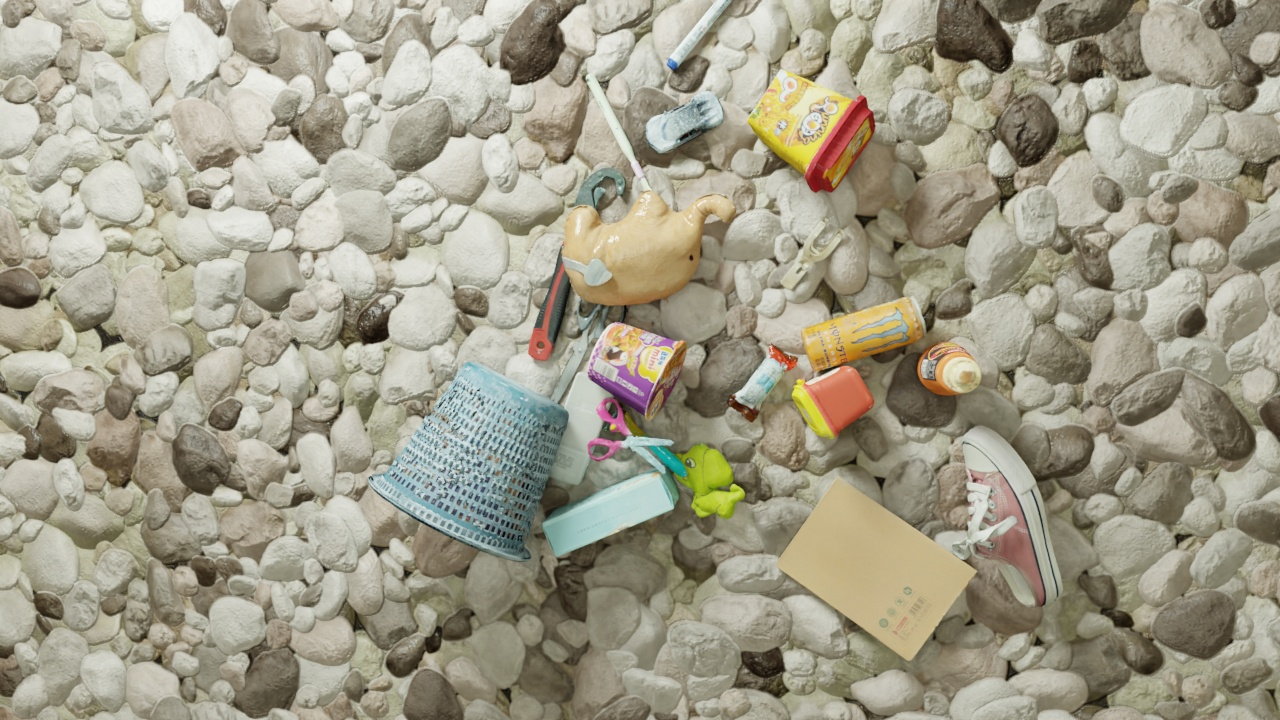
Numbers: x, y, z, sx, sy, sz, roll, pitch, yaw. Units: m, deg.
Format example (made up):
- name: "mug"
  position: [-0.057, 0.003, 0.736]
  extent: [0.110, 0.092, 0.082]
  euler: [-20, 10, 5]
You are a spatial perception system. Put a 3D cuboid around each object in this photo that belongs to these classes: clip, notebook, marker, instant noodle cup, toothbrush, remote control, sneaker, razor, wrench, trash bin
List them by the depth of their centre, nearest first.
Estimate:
- name: "instant noodle cup"
  position: [0.206, -0.284, 1.120]
  extent: [0.124, 0.116, 0.116]
  euler: [37, 99, 15]
- name: "sneaker"
  position: [0.438, 0.201, 1.127]
  extent: [0.087, 0.118, 0.241]
  euler: [-23, 97, -12]
- name: "trash bin"
  position: [-0.196, 0.117, 1.164]
  extent: [0.226, 0.226, 0.195]
  euler: [27, 85, 5]
- name: "marker"
  position: [0.084, -0.431, 1.166]
  extent: [0.017, 0.017, 0.146]
  euler: [41, 99, 3]
- name: "clip"
  position: [0.222, -0.140, 1.168]
  extent: [0.035, 0.094, 0.102]
  euler: [36, 137, 3]
- name: "instant noodle cup"
  position: [-0.007, 0.007, 1.174]
  extent: [0.099, 0.111, 0.111]
  euler: [26, 97, 15]
- name: "notebook"
  position: [0.301, 0.268, 1.184]
  extent: [0.208, 0.008, 0.148]
  euler: [34, 98, 11]
- name: "toothbrush"
  position: [-0.026, -0.287, 1.192]
  extent: [0.020, 0.029, 0.189]
  euler: [-25, 89, -33]
- name: "razor"
  position: [0.013, 0.111, 1.207]
  extent: [0.132, 0.028, 0.043]
  euler: [37, 101, 15]
- name: "wrench"
  position: [-0.091, -0.128, 1.215]
  extent: [0.056, 0.016, 0.273]
  euler: [24, 97, 6]
- name: "remote control"
  position: [-0.083, 0.091, 1.226]
  extent: [0.058, 0.021, 0.150]
  euler: [21, 98, -2]

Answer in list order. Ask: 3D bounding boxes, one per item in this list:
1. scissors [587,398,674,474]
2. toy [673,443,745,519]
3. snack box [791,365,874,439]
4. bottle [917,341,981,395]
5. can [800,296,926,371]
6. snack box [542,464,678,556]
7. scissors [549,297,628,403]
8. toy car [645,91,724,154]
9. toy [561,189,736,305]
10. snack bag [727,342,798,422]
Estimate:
- name: "scissors"
  position: [-0.018, 0.111, 1.181]
  extent: [0.135, 0.017, 0.108]
  euler: [41, 105, 27]
- name: "toy"
  position: [0.090, 0.157, 1.204]
  extent: [0.097, 0.031, 0.100]
  euler: [2, 97, 16]
- name: "snack box"
  position: [0.241, 0.047, 1.148]
  extent: [0.080, 0.091, 0.082]
  euler: [-32, 90, 2]
- name: "bottle"
  position: [0.374, 0.013, 1.095]
  extent: [0.067, 0.149, 0.067]
  euler: [1, 94, 7]
- name: "can"
  position: [0.278, -0.033, 1.150]
  extent: [0.146, 0.058, 0.058]
  euler: [-18, 92, 9]
- name: "snack box"
  position: [-0.038, 0.196, 1.203]
  extent: [0.175, 0.074, 0.051]
  euler: [-23, 90, 9]
- name: "scissors"
  position: [-0.088, -0.020, 1.227]
  extent: [0.175, 0.014, 0.133]
  euler: [-28, 91, 12]
- name: "toy car"
  position: [0.055, -0.304, 1.173]
  extent: [0.106, 0.031, 0.049]
  euler: [-27, 90, 10]
- name: "toy"
  position: [0.013, -0.143, 1.167]
  extent: [0.226, 0.082, 0.143]
  euler: [-13, 106, -1]
- name: "snack bag"
  position: [0.158, 0.028, 1.187]
  extent: [0.045, 0.026, 0.105]
  euler: [35, 99, -5]
